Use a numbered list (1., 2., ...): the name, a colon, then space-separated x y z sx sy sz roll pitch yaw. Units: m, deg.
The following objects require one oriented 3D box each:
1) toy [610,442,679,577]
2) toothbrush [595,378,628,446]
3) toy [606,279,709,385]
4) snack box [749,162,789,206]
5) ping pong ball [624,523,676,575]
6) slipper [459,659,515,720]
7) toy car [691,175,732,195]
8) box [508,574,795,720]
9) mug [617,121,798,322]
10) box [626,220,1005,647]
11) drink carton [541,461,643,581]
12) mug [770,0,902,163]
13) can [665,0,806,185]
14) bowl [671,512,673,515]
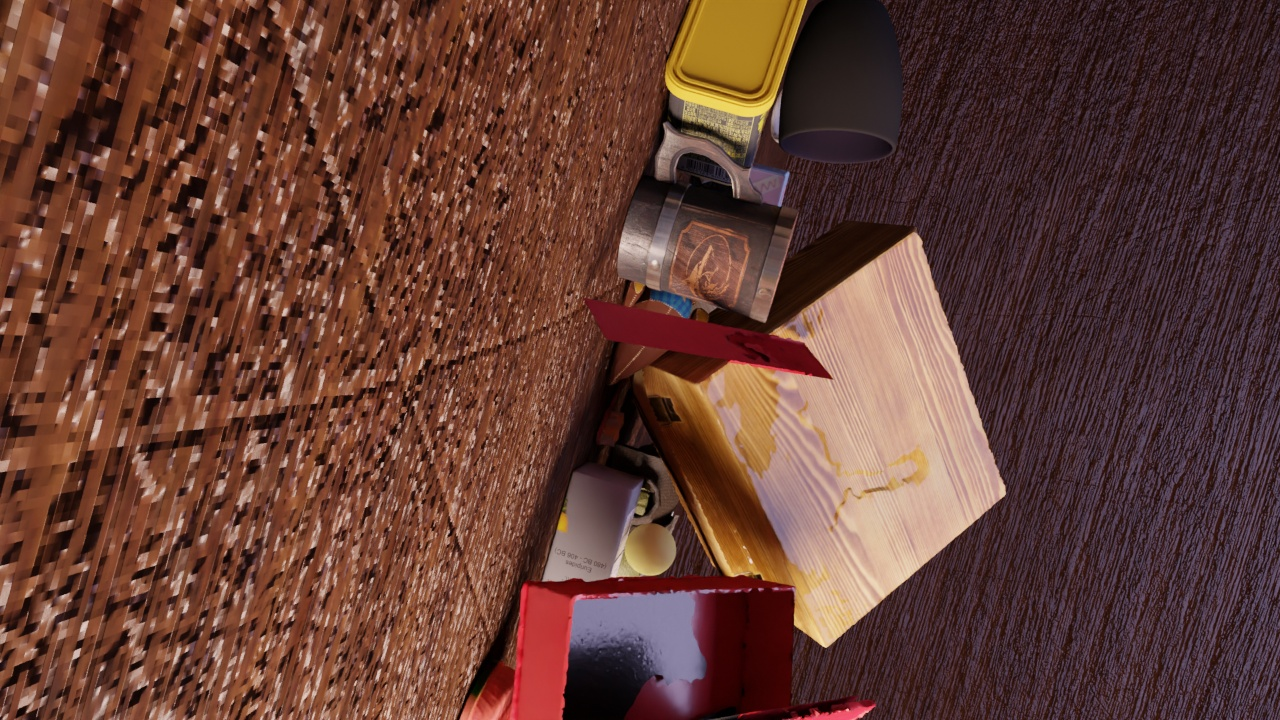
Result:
1. toy: -0.004 0.141 0.856 0.179 0.078 0.152 55 52 -84
2. toothbrush: -0.005 0.005 0.807 0.015 0.016 0.183 89 16 -45
3. toy: 0.003 -0.030 0.721 0.103 0.070 0.090 -52 -165 24
4. snack box: 0.133 -0.193 1.133 0.092 0.079 0.095 -52 155 -71
5. ping pong ball: 0.008 0.147 0.714 0.040 0.040 0.040 18 88 -82
6. slipper: -0.103 0.317 0.595 0.103 0.059 0.249 -33 137 -78
7. toy car: 0.077 -0.184 0.867 0.047 0.047 0.112 -62 166 -48
8. box: 0.046 0.355 0.538 0.138 0.214 0.466 -29 -119 43
9. mug: 0.050 -0.095 0.629 0.079 0.107 0.116 -58 163 -63
10. box: 0.112 0.056 0.834 0.269 0.264 0.279 -35 116 -18
11. drink carton: -0.041 0.148 0.717 0.076 0.048 0.125 -7 113 -82
12. mug: 0.137 -0.201 0.670 0.119 0.084 0.100 1 -96 62
13. can: 0.065 -0.205 0.647 0.101 0.072 0.130 94 14 -69
14. bowl: 0.008 0.177 1.093 0.117 0.061 0.117 18 88 -83
